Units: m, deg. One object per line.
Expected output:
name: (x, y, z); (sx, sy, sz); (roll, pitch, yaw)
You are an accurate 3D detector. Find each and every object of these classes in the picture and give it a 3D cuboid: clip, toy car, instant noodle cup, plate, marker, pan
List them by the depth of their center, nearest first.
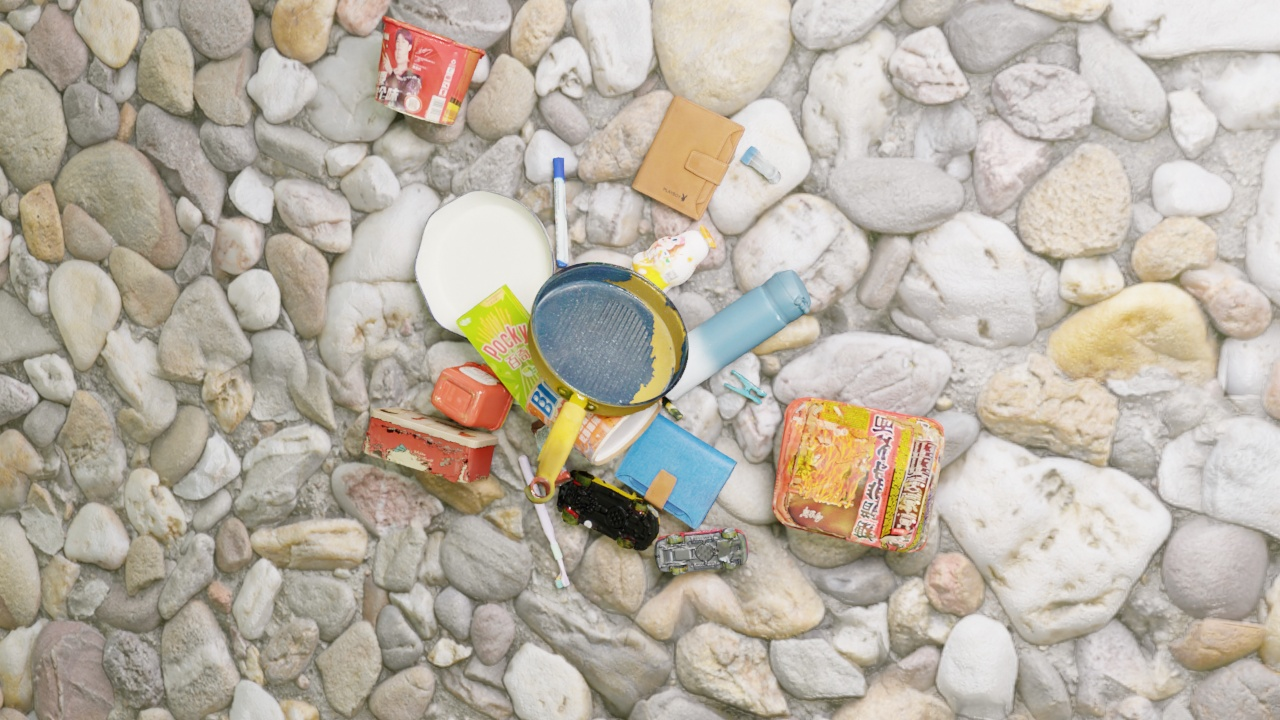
pan: (-0.059, 0.024, 1.035); (0.197, 0.356, 0.078); (28, 144, -5)
instant noodle cup: (0.260, 0.134, 1.108); (0.189, 0.079, 0.164); (11, 96, 15)
clip: (0.153, -0.245, 1.152); (0.057, 0.028, 0.024); (44, 102, 20)
instant noodle cup: (-0.052, 0.053, 1.155); (0.111, 0.151, 0.151); (45, 104, 16)
clip: (0.135, 0.035, 1.174); (0.056, 0.014, 0.041); (31, 102, 12)
toy car: (0.079, 0.244, 1.187); (0.120, 0.045, 0.053); (-5, 95, 5)
instant noodle cup: (-0.288, -0.382, 1.221); (0.138, 0.137, 0.109); (24, 106, 14)
toy car: (-0.043, 0.201, 1.223); (0.156, 0.041, 0.071); (22, 99, 20)
marker: (-0.107, -0.199, 1.232); (0.017, 0.016, 0.146); (-1, 93, 17)
plate: (-0.208, -0.127, 1.253); (0.205, 0.045, 0.205); (1, 95, 17)

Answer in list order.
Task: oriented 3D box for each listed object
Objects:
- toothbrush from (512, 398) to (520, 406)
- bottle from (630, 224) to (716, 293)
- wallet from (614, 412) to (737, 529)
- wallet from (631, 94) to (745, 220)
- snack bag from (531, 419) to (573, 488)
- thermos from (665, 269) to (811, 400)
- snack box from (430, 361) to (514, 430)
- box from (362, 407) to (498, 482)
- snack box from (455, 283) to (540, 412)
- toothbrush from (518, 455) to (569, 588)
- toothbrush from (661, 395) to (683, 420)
toothbrush: (-0.091, 0.066, 1.246); (0.192, 0.018, 0.016); (8, 96, 19)
bottle: (0.043, -0.129, 1.167); (0.108, 0.063, 0.063); (-32, 84, 16)
wallet: (0.044, 0.143, 1.198); (0.133, 0.040, 0.106); (32, 98, 14)
wallet: (0.061, -0.258, 1.171); (0.108, 0.031, 0.132); (30, 103, 15)
snack bag: (-0.122, 0.123, 1.239); (0.045, 0.026, 0.105); (-28, 62, 23)
thermos: (0.112, -0.033, 1.153); (0.221, 0.070, 0.070); (-35, 83, 15)
snack box: (-0.229, 0.047, 1.247); (0.091, 0.080, 0.082); (28, 100, 22)
box: (-0.293, 0.124, 1.270); (0.168, 0.091, 0.078); (14, 94, 16)
snack box: (-0.165, -0.015, 1.218); (0.086, 0.026, 0.156); (-33, 101, 17)
toothbrush: (-0.135, 0.221, 1.266); (0.021, 0.029, 0.189); (-17, 86, -23)
toothbrush: (-0.007, 0.007, 1.217); (0.017, 0.012, 0.186); (-43, 81, 4)
